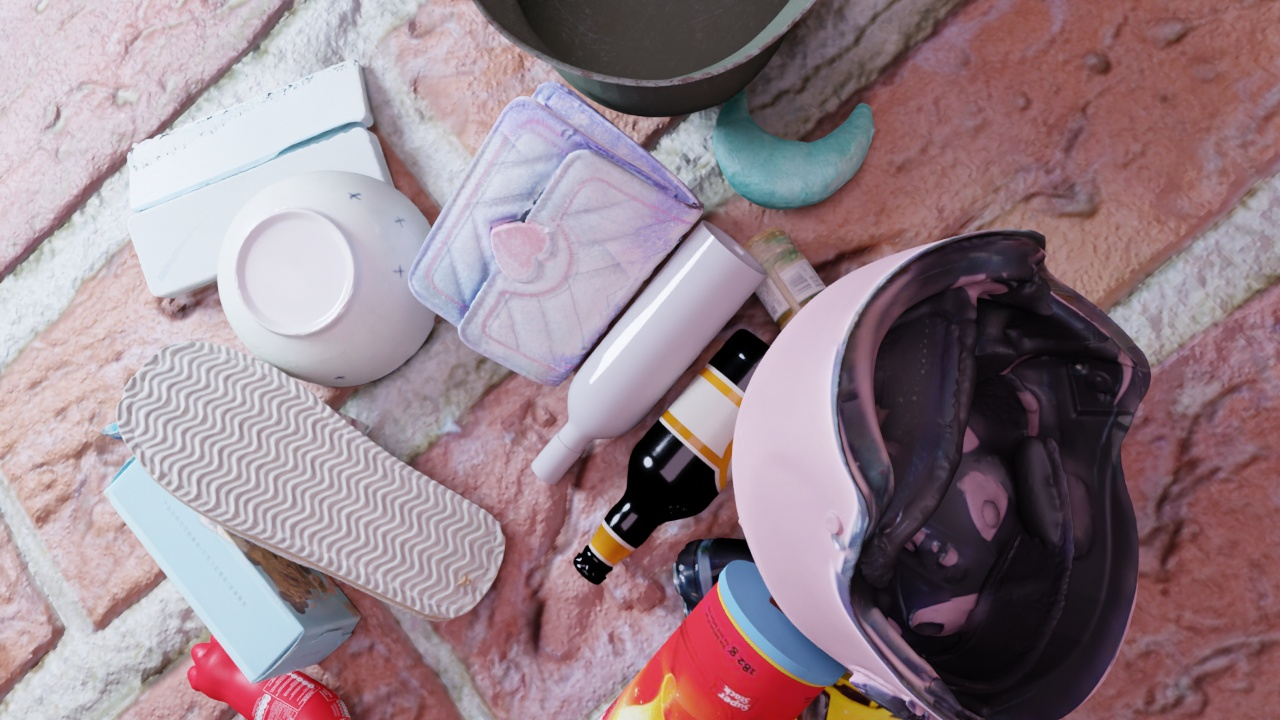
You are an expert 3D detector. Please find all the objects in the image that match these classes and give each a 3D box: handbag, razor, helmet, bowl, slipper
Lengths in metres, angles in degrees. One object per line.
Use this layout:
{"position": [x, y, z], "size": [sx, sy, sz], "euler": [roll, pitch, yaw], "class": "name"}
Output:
{"position": [-0.057, -0.073, 0.568], "size": [0.126, 0.069, 0.159], "euler": [37, 118, -5], "class": "handbag"}
{"position": [0.085, 0.152, 0.553], "size": [0.140, 0.053, 0.064], "euler": [25, 100, 12], "class": "razor"}
{"position": [0.020, -0.258, 0.573], "size": [0.227, 0.154, 0.267], "euler": [21, 82, 8], "class": "helmet"}
{"position": [-0.217, -0.057, 0.620], "size": [0.153, 0.073, 0.153], "euler": [0, 91, 5], "class": "bowl"}
{"position": [-0.211, 0.081, 0.603], "size": [0.263, 0.052, 0.114], "euler": [32, 57, -2], "class": "slipper"}
{"position": [0.149, 0.068, 0.479], "size": [0.255, 0.153, 0.229], "euler": [40, 65, -25], "class": "helmet"}

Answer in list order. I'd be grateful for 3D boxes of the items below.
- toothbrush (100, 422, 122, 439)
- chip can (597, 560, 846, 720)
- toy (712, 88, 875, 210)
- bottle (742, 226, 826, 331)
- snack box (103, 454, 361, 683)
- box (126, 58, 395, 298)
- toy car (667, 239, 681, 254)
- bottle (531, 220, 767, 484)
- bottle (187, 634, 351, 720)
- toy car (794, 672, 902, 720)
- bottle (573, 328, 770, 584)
{"position": [-0.333, 0.037, 0.672], "size": [0.135, 0.017, 0.021], "euler": [-15, 81, 9], "class": "toothbrush"}
{"position": [0.015, 0.216, 0.512], "size": [0.087, 0.087, 0.214], "euler": [41, 106, 14], "class": "chip can"}
{"position": [0.097, -0.138, 0.605], "size": [0.105, 0.033, 0.085], "euler": [11, 73, 14], "class": "toy"}
{"position": [0.103, -0.031, 0.582], "size": [0.043, 0.043, 0.111], "euler": [-33, 76, 5], "class": "bottle"}
{"position": [-0.272, 0.131, 0.616], "size": [0.053, 0.075, 0.174], "euler": [-45, 76, 1], "class": "snack box"}
{"position": [-0.285, -0.136, 0.677], "size": [0.197, 0.044, 0.136], "euler": [-18, 78, 5], "class": "box"}
{"position": [-0.028, -0.100, 0.613], "size": [0.120, 0.056, 0.043], "euler": [7, 39, 12], "class": "toy car"}
{"position": [-0.003, 0.003, 0.581], "size": [0.052, 0.052, 0.195], "euler": [45, 108, 14], "class": "bottle"}
{"position": [-0.237, 0.227, 0.611], "size": [0.141, 0.042, 0.042], "euler": [23, 87, 14], "class": "bottle"}
{"position": [0.117, 0.196, 0.499], "size": [0.107, 0.030, 0.049], "euler": [6, 89, 42], "class": "toy car"}
{"position": [0.025, 0.066, 0.573], "size": [0.059, 0.059, 0.181], "euler": [42, 91, 14], "class": "bottle"}
